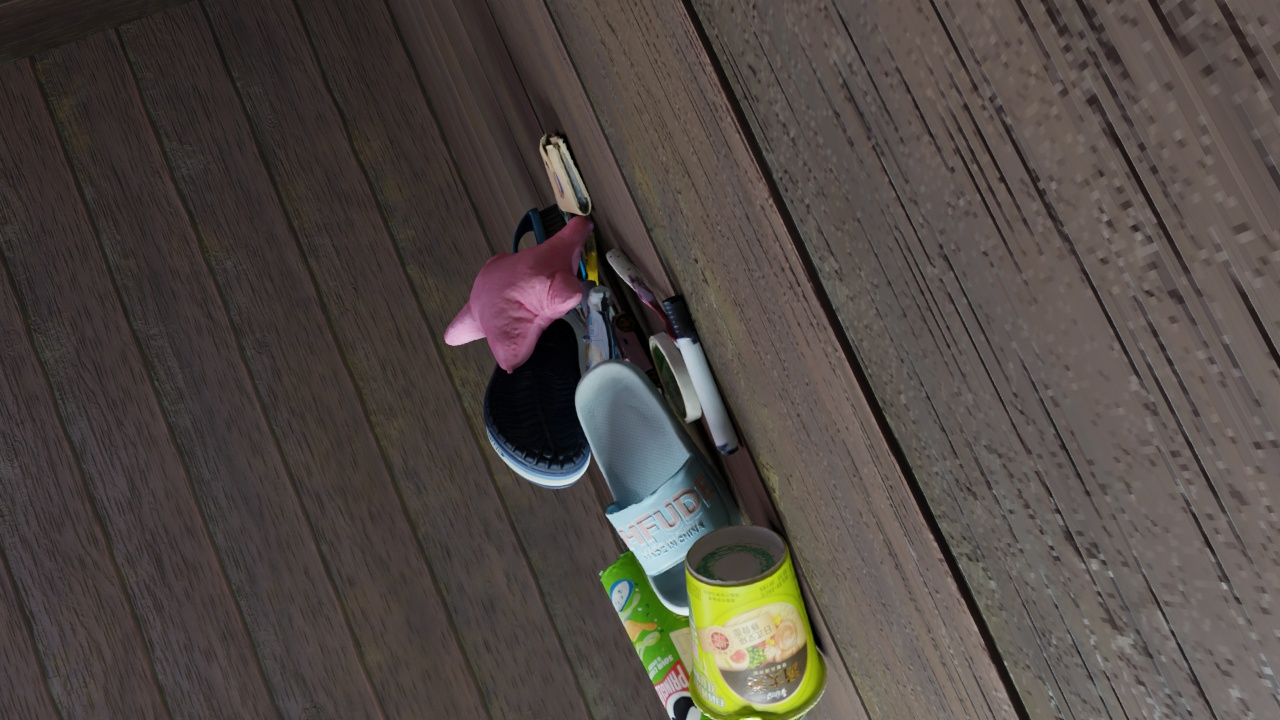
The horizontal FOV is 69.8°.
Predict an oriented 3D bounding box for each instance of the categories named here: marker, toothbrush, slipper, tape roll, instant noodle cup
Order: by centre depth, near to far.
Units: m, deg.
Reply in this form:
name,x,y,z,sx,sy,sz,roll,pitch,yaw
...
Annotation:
name,x,y,z,sx,sy,sz,roll,pitch,yaw
marker,0.047,0.012,0.707,0.022,0.018,0.131,-128,16,-84
instant noodle cup,0.082,0.199,0.715,0.111,0.111,0.123,-132,27,-66
toothbrush,0.005,-0.057,0.802,0.017,0.016,0.187,61,176,-36
tape roll,0.031,0.015,0.830,0.086,0.014,0.086,156,91,-82
slipper,0.011,0.110,0.831,0.245,0.104,0.074,63,-165,10
slipper,-0.110,0.046,0.961,0.252,0.105,0.095,-100,13,-52

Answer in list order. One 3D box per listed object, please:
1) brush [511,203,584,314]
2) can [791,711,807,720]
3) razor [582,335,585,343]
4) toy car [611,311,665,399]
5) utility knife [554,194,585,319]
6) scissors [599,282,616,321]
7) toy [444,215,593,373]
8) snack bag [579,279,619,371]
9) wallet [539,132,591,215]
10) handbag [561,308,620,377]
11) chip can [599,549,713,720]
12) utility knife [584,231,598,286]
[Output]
name,x,y,z,sx,sy,sz,roll,pitch,yaw
brush,-0.108,-0.112,1.042,0.055,0.073,0.143,87,165,-62
can,0.117,0.305,0.906,0.147,0.058,0.058,-167,55,-80
razor,-0.021,0.022,1.080,0.143,0.022,0.042,55,178,-42
toy car,-0.006,0.006,0.959,0.056,0.037,0.122,86,160,-62
utility knife,-0.081,-0.122,1.141,0.034,0.018,0.225,53,165,37
scissors,-0.001,0.008,1.015,0.152,0.021,0.234,179,74,-76
toy,-0.130,-0.059,0.952,0.074,0.195,0.178,42,-138,-38
snack bag,-0.037,0.012,0.931,0.110,0.039,0.191,-146,48,-83
wallet,-0.083,-0.194,0.955,0.115,0.024,0.087,-137,26,-73
handbag,-0.096,-0.006,1.191,0.197,0.098,0.145,50,163,25
chip can,0.038,0.306,0.947,0.236,0.072,0.072,59,169,30
utility knife,-0.057,-0.104,1.036,0.157,0.015,0.033,95,166,-70
